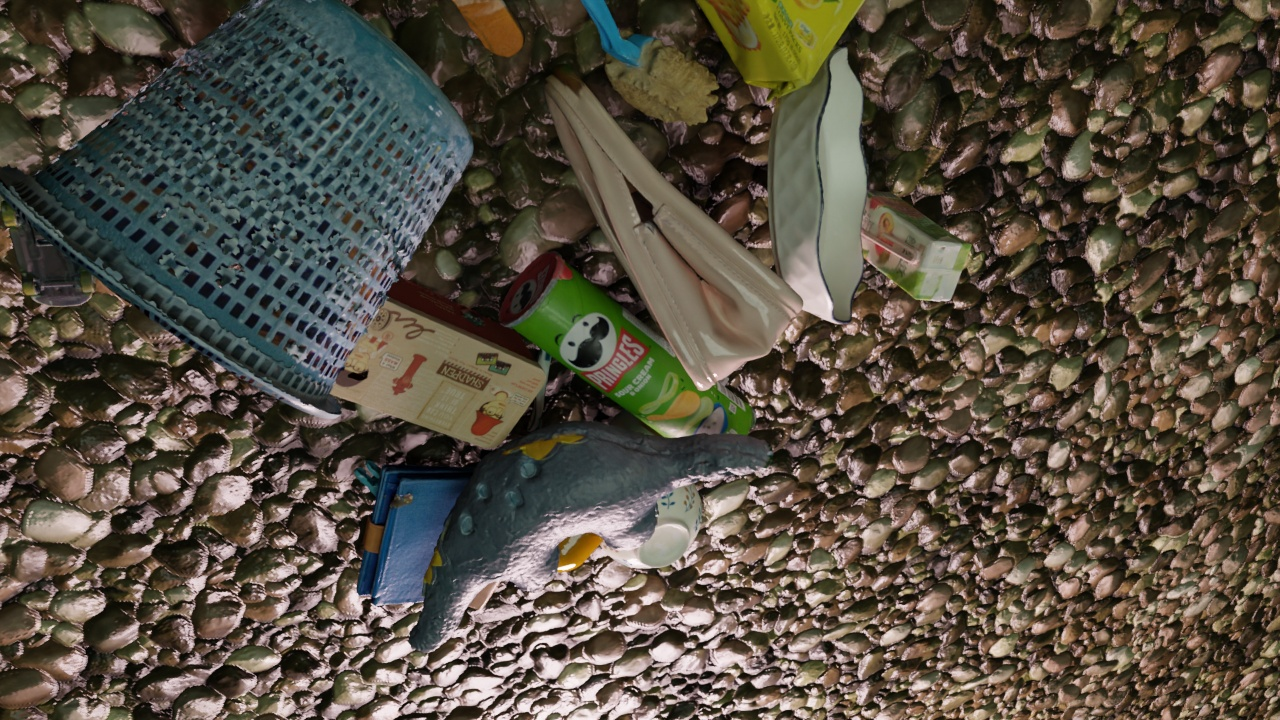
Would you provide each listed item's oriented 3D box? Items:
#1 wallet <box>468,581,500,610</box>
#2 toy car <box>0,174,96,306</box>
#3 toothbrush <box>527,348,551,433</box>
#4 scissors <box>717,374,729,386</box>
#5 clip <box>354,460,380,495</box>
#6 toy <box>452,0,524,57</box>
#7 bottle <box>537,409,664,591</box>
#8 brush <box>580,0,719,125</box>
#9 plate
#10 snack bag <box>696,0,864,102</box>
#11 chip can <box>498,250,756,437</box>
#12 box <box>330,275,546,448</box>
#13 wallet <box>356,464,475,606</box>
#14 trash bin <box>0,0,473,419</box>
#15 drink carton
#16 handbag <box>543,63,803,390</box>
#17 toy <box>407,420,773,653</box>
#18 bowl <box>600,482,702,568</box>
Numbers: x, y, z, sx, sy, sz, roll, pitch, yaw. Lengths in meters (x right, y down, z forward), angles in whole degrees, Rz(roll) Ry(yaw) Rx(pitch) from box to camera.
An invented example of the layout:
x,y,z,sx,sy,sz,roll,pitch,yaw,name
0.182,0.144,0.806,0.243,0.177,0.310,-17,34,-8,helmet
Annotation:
x,y,z,sx,sy,sz,roll,pitch,yaw,name
-0.171,0.179,0.861,0.115,0.020,0.101,26,105,-30,wallet
-0.388,-0.078,0.606,0.042,0.035,0.091,-4,121,-18,toy car
-0.097,0.055,0.816,0.018,0.016,0.192,5,119,-12,toothbrush
0.064,0.019,0.834,0.145,0.014,0.172,-18,133,7,scissors
-0.226,0.108,0.798,0.041,0.014,0.056,-37,126,3,clip
-0.106,-0.294,0.551,0.246,0.090,0.227,-25,126,-11,toy
-0.047,0.131,0.841,0.068,0.068,0.189,36,97,-34,bottle
-0.024,-0.224,0.591,0.254,0.083,0.046,31,86,-56,brush
0.139,-0.130,0.704,0.046,0.204,0.205,1,128,21,plate
0.071,-0.306,0.596,0.246,0.068,0.157,50,63,-35,snack bag
-0.005,0.004,0.768,0.236,0.072,0.072,37,102,-27,chip can
-0.170,-0.004,0.720,0.168,0.079,0.091,26,107,-39,box
-0.189,0.154,0.811,0.106,0.040,0.133,5,112,-30,wallet
-0.216,-0.107,0.558,0.195,0.227,0.226,-52,126,-8,trash bin
0.221,-0.100,0.780,0.045,0.122,0.054,2,119,-21,drink carton
0.004,-0.106,0.656,0.093,0.193,0.234,-37,106,3,handbag
-0.066,0.121,0.763,0.357,0.091,0.138,-28,103,8,toy
0.013,0.161,0.897,0.113,0.062,0.114,-11,123,-17,bowl
